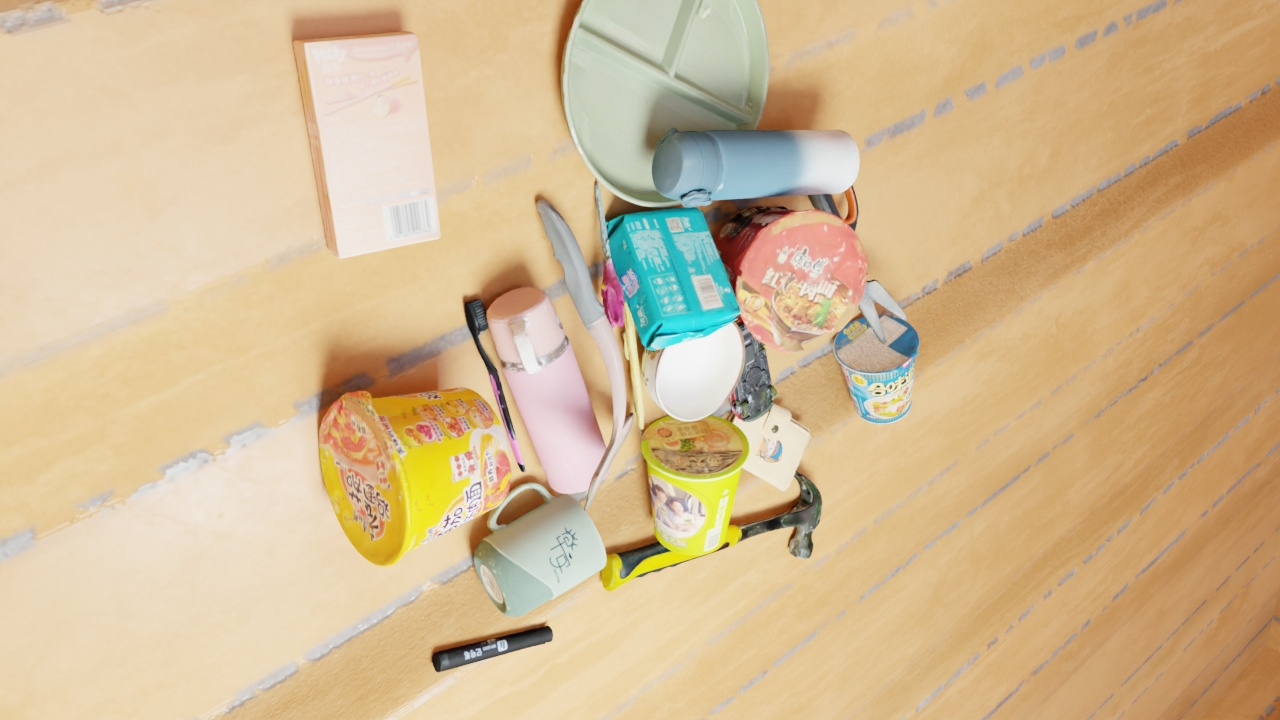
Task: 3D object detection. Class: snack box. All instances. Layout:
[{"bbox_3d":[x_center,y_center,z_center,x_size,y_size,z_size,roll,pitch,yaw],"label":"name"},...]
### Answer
[{"bbox_3d":[-0.202,-0.161,0.688,0.084,0.026,0.157,-17,119,-31],"label":"snack box"}]

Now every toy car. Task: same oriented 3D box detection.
[{"bbox_3d":[0.112,0.009,0.993,0.052,0.045,0.121,-27,119,-23],"label":"toy car"}]

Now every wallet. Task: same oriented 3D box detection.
[{"bbox_3d":[0.145,0.090,1.058,0.115,0.024,0.087,31,79,-29],"label":"wallet"}]

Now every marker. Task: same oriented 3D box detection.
[{"bbox_3d":[-0.149,0.293,0.936,0.131,0.020,0.022,-2,140,-38],"label":"marker"}]

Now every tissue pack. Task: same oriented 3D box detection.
[{"bbox_3d":[0.027,-0.081,0.849,0.093,0.050,0.133,-11,73,-30],"label":"tissue pack"}]

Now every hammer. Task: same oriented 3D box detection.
[{"bbox_3d":[0.094,0.206,1.077,0.322,0.032,0.126,-8,114,-35],"label":"hammer"}]

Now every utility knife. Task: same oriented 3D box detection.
[{"bbox_3d":[-0.005,0.005,0.903,0.018,0.031,0.166,-10,109,5],"label":"utility knife"}]

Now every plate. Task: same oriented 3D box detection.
[{"bbox_3d":[0.024,-0.253,0.822,0.229,0.027,0.230,-15,118,-32],"label":"plate"}]

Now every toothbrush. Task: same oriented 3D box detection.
[{"bbox_3d":[-0.128,0.027,0.838,0.017,0.014,0.189,-35,128,-33],"label":"toothbrush"}]

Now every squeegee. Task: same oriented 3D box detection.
[{"bbox_3d":[-0.043,-0.024,0.814,0.040,0.247,0.249,-14,98,10],"label":"squeegee"}]

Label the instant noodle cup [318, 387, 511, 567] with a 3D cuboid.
[{"bbox_3d":[-0.179,0.085,0.749,0.109,0.138,0.138,-16,119,-41],"label":"instant noodle cup"}]

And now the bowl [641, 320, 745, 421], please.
[{"bbox_3d":[0.044,-0.001,0.925,0.113,0.062,0.113,-14,116,-32],"label":"bowl"}]

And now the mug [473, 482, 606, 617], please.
[{"bbox_3d":[-0.105,0.177,0.884,0.106,0.082,0.112,-26,93,-26],"label":"mug"}]

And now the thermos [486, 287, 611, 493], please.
[{"bbox_3d":[-0.081,0.034,0.829,0.067,0.087,0.199,-16,124,-1],"label":"thermos"}]

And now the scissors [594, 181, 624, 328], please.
[{"bbox_3d":[-0.030,-0.095,0.832,0.017,0.056,0.133,-8,94,-18],"label":"scissors"}]

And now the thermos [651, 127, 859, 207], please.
[{"bbox_3d":[0.109,-0.182,0.857,0.220,0.070,0.070,-11,116,-35],"label":"thermos"}]

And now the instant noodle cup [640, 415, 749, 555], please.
[{"bbox_3d":[0.054,0.136,0.972,0.111,0.112,0.124,-21,129,-30],"label":"instant noodle cup"}]

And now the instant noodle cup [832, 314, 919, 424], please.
[{"bbox_3d":[0.288,0.018,1.108,0.099,0.099,0.110,-38,136,-19],"label":"instant noodle cup"}]

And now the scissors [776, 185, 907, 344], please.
[{"bbox_3d":[0.216,-0.103,1.014,0.189,0.022,0.229,-19,110,-20],"label":"scissors"}]

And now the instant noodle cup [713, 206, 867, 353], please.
[{"bbox_3d":[0.137,-0.092,0.909,0.137,0.108,0.138,-7,112,-17],"label":"instant noodle cup"}]
